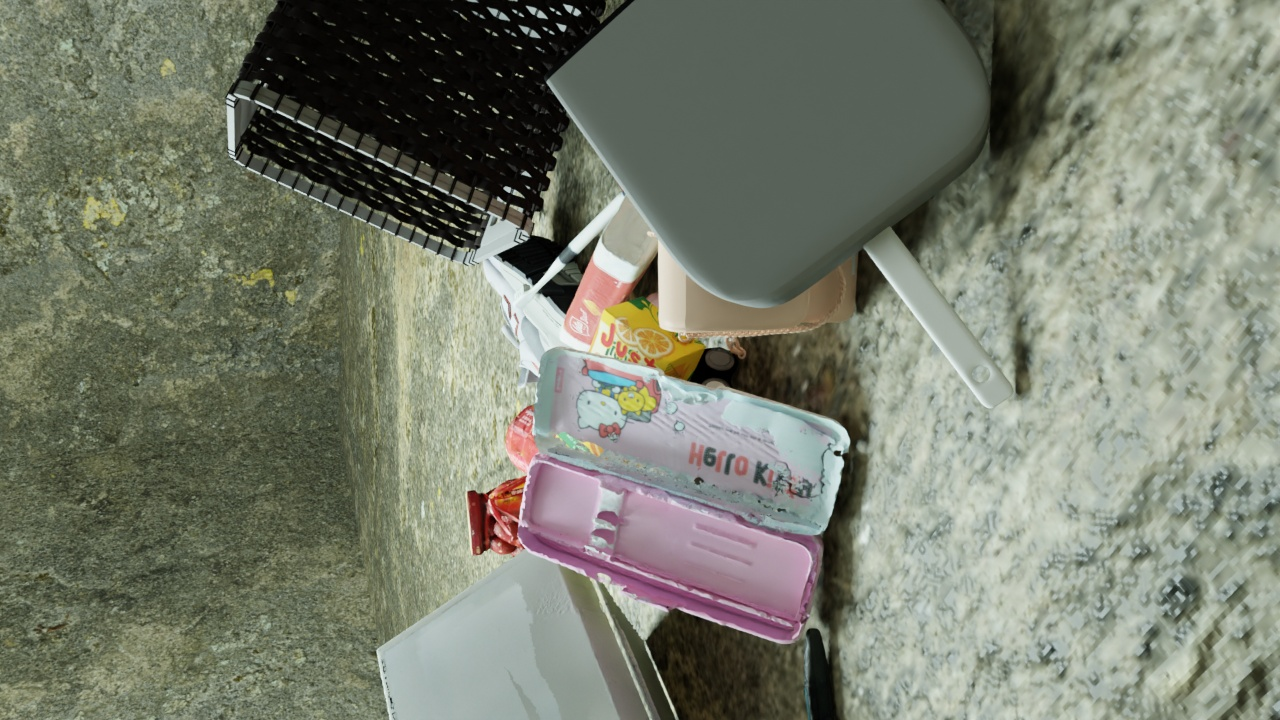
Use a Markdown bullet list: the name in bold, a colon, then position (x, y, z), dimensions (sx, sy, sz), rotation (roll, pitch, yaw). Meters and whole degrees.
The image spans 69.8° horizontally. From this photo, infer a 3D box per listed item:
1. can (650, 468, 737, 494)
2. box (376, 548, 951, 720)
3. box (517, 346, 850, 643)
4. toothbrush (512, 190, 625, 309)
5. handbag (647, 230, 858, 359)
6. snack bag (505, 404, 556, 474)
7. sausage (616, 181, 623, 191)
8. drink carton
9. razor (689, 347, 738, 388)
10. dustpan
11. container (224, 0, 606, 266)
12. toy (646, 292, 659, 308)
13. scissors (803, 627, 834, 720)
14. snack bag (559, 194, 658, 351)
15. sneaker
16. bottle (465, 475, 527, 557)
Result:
- **can**: position (0.032, 0.100, 0.659), dimensions (0.105, 0.067, 0.067), rotation (140, 122, -61)
- **box**: position (0.035, 0.247, 0.727), dimensions (0.165, 0.445, 0.167), rotation (-65, 36, 32)
- **box**: position (0.021, 0.081, 0.577), dimensions (0.201, 0.041, 0.154), rotation (16, 104, 19)
- **toothbrush**: position (-0.056, -0.099, 0.781), dimensions (0.187, 0.012, 0.017), rotation (-39, 52, 37)
- **handbag**: position (0.037, -0.090, 0.551), dimensions (0.187, 0.116, 0.199), rotation (-159, 67, -64)
- **snack bag**: position (-0.084, 0.087, 0.903), dimensions (0.176, 0.082, 0.082), rotation (-166, 73, -65)
- **sausage**: position (-0.006, -0.143, 0.761), dimensions (0.020, 0.020, 0.155), rotation (108, 147, -42)
- **drink carton**: position (-0.008, 0.021, 0.615), dimensions (0.058, 0.041, 0.123), rotation (40, 126, 24)
- **razor**: position (0.009, 0.046, 0.673), dimensions (0.157, 0.060, 0.057), rotation (-47, 21, 41)
- **dustpan**: position (0.089, -0.086, 0.428), dimensions (0.163, 0.033, 0.257), rotation (-37, 78, 16)
- **container**: position (-0.193, -0.256, 0.815), dimensions (0.248, 0.245, 0.243), rotation (-2, 66, 66)
- **toy**: position (-0.004, 0.004, 0.732), dimensions (0.096, 0.052, 0.099), rotation (-19, 76, 38)
- **scissors**: position (0.117, 0.230, 0.551), dimensions (0.149, 0.019, 0.118), rotation (107, 148, -43)
- **snack bag**: position (-0.018, -0.068, 0.687), dimensions (0.077, 0.041, 0.226), rotation (-60, 4, -18)
- **sneaker**: position (-0.099, -0.035, 0.907), dimensions (0.240, 0.088, 0.124), rotation (45, 131, 52)
- **bottle**: position (-0.130, 0.166, 0.988), dimensions (0.099, 0.111, 0.099), rotation (175, 91, -78)
